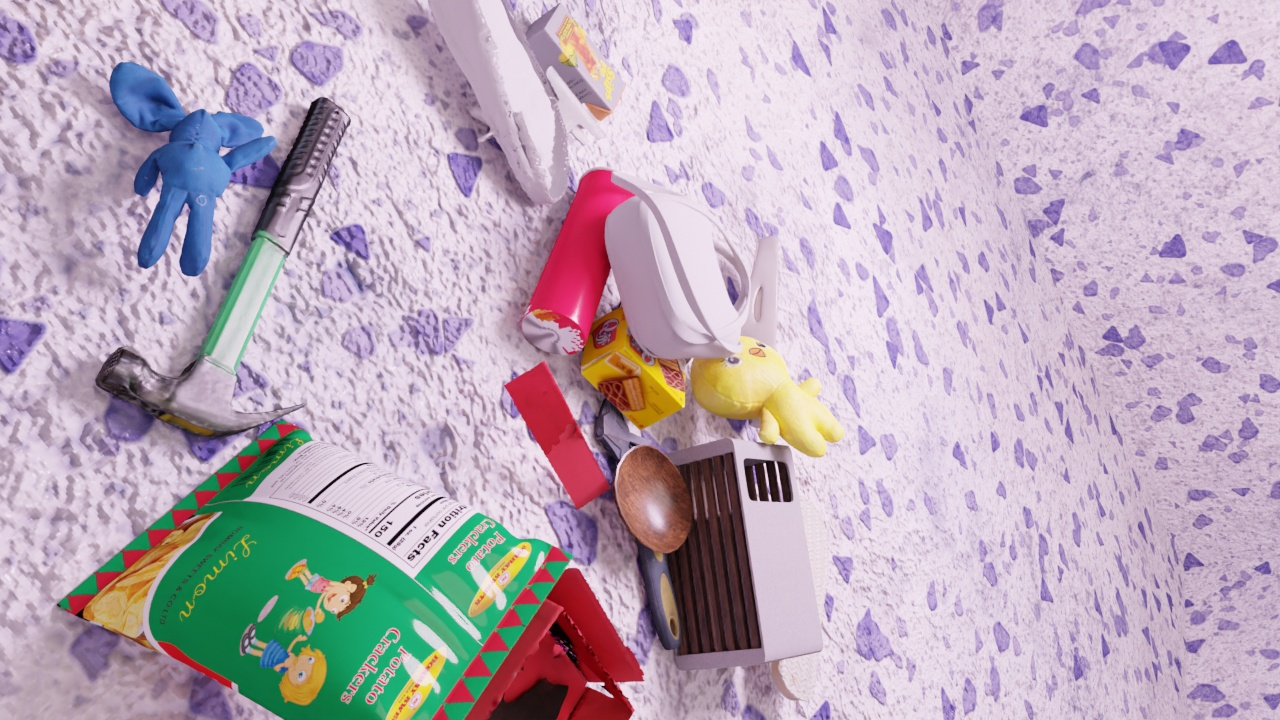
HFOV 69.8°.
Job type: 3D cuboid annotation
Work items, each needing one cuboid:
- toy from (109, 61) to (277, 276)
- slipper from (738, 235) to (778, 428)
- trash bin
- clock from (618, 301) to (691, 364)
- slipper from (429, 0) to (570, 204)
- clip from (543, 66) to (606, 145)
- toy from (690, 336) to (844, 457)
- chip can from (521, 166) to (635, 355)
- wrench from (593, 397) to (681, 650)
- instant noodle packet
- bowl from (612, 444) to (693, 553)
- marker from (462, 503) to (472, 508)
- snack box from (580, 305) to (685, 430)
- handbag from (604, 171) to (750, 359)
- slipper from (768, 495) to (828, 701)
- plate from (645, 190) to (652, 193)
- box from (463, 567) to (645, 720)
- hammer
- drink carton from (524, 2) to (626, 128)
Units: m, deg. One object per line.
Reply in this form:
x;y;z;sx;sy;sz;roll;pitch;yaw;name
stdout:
-0.328;-0.144;0.657;0.112;0.071;0.176;16;48;-32;toy
0.134;-0.042;1.189;0.113;0.080;0.265;93;4;-70;slipper
0.104;0.211;1.004;0.114;0.115;0.228;11;66;-49;trash bin
0.025;-0.037;1.080;0.122;0.035;0.094;20;60;-45;clock
-0.141;-0.275;0.944;0.112;0.075;0.247;-48;123;-42;slipper
-0.090;-0.282;1.055;0.102;0.052;0.057;48;14;-26;clip
0.135;0.037;1.051;0.133;0.208;0.092;-28;141;-48;toy
-0.062;-0.110;0.976;0.069;0.069;0.220;44;45;-31;chip can
0.002;0.168;0.973;0.073;0.022;0.273;-2;76;-52;wrench
-0.200;0.142;0.597;0.195;0.253;0.090;-52;159;-48;instant noodle packet
0.007;0.145;0.950;0.114;0.026;0.101;56;43;-13;bowl
-0.188;0.152;0.744;0.132;0.023;0.027;-23;114;-53;marker
-0.006;0.006;0.989;0.106;0.061;0.083;46;29;-28;snack box
0.062;-0.106;0.999;0.222;0.096;0.215;-8;80;-54;handbag
0.185;0.288;1.126;0.115;0.052;0.262;46;40;-31;slipper
0.044;-0.160;1.178;0.134;0.011;0.134;24;57;-44;plate
-0.046;0.270;0.670;0.164;0.153;0.214;-51;146;-25;box
-0.289;-0.086;0.716;0.130;0.032;0.318;36;49;-36;hammer
-0.078;-0.342;1.073;0.125;0.049;0.076;46;43;-29;drink carton
